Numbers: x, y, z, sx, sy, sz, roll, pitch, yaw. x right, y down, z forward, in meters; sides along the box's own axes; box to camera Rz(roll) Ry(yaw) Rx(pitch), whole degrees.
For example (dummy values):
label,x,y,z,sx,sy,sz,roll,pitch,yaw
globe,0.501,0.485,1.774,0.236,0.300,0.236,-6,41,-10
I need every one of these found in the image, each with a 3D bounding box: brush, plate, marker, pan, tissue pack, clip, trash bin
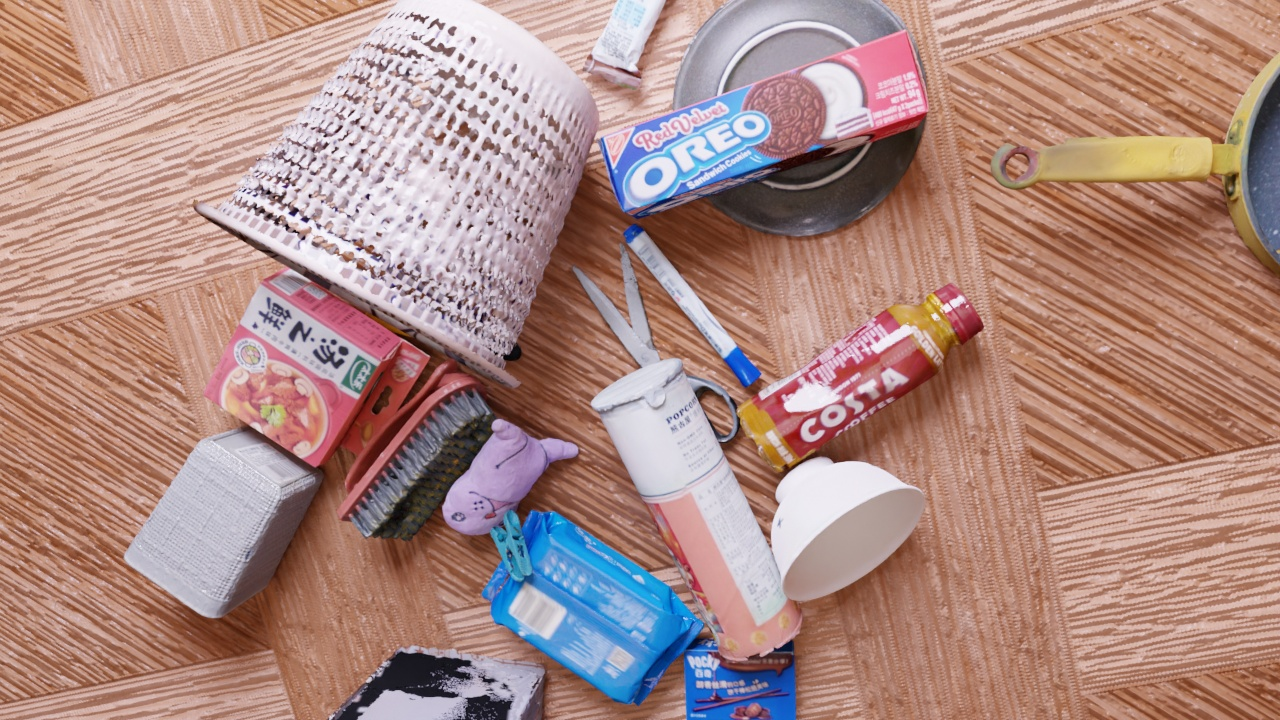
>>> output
label,x,y,z,sx,sy,sz,roll,pitch,yaw
brush,-0.171,0.067,0.705,0.146,0.063,0.069,-50,60,11
plate,0.110,-0.177,0.641,0.179,0.024,0.179,1,99,8
marker,-0.151,-0.021,0.709,0.124,0.015,0.018,15,98,3
pan,0.400,-0.128,0.577,0.358,0.078,0.198,-1,98,8
tissue pack,-0.038,0.189,0.704,0.157,0.052,0.095,33,104,3
clip,-0.096,0.140,0.684,0.049,0.015,0.057,-49,47,21
marker,0.038,-0.041,0.676,0.017,0.017,0.146,-39,91,12
trash bin,-0.134,-0.117,0.599,0.227,0.227,0.192,28,83,3

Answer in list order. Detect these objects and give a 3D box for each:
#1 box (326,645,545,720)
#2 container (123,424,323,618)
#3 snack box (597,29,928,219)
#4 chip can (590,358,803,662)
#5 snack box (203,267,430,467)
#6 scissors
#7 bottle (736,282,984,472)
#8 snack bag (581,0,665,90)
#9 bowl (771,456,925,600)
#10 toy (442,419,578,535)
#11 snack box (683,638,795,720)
label,x,y,z,sx,sy,sz,roll,pitch,yaw
box,-0.143,0.344,0.682,0.157,0.183,0.193,8,97,8
container,-0.320,0.120,0.719,0.090,0.090,0.114,33,98,2
snack box,0.079,-0.151,0.608,0.208,0.058,0.057,-16,92,11
chip can,0.044,0.108,0.659,0.071,0.071,0.215,-25,101,11
snack box,-0.245,0.012,0.694,0.127,0.044,0.113,33,111,-6
scissors,0.009,0.004,0.690,0.170,0.014,0.159,20,100,6
bottle,0.154,0.010,0.645,0.175,0.057,0.057,-34,92,12
snack bag,-0.002,-0.246,0.645,0.048,0.026,0.104,24,102,10
bowl,0.135,0.108,0.653,0.118,0.118,0.064,-44,51,12
toy,-0.106,0.092,0.700,0.083,0.039,0.108,22,113,-41
snack box,0.079,0.295,0.716,0.084,0.026,0.157,-1,98,8
